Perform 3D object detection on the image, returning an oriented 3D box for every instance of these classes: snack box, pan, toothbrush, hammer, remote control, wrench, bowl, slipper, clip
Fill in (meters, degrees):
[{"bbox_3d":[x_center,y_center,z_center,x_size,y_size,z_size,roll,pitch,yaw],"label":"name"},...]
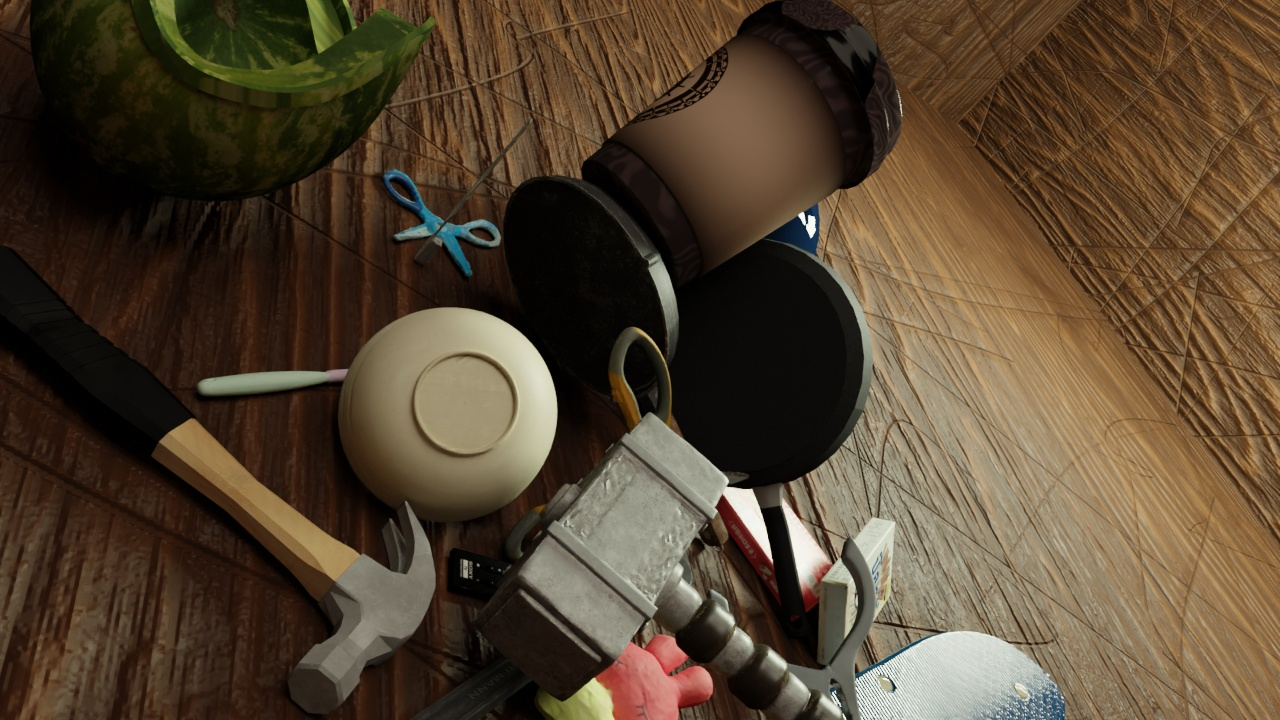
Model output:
[{"bbox_3d":[0.127,0.168,0.854,0.089,0.021,0.133,-11,60,-54],"label":"snack box"},{"bbox_3d":[0.101,0.065,0.805,0.034,0.226,0.356,10,68,-66],"label":"pan"},{"bbox_3d":[0.199,0.208,0.837,0.026,0.082,0.149,8,16,29],"label":"snack box"},{"bbox_3d":[-0.232,0.011,0.638,0.022,0.015,0.154,20,17,33],"label":"toothbrush"},{"bbox_3d":[-0.138,-0.136,0.762,0.010,0.182,0.010,29,40,-28],"label":"toothbrush"},{"bbox_3d":[0.068,0.194,0.582,0.326,0.080,0.176,41,42,1],"label":"hammer"},{"bbox_3d":[-0.071,0.163,0.646,0.140,0.009,0.030,24,36,-29],"label":"remote control"},{"bbox_3d":[-0.260,0.055,0.534,0.328,0.039,0.130,41,30,-3],"label":"hammer"},{"bbox_3d":[-0.057,0.183,0.591,0.073,0.018,0.272,21,27,33],"label":"wrench"},{"bbox_3d":[-0.121,0.032,0.609,0.150,0.075,0.150,3,81,-19],"label":"bowl"},{"bbox_3d":[-0.004,0.005,0.781,0.040,0.208,0.357,-34,100,-33],"label":"pan"},{"bbox_3d":[0.249,0.307,0.797,0.294,0.060,0.118,-3,47,-34],"label":"slipper"},{"bbox_3d":[0.135,0.207,0.735,0.164,0.032,0.165,25,67,10],"label":"clip"}]

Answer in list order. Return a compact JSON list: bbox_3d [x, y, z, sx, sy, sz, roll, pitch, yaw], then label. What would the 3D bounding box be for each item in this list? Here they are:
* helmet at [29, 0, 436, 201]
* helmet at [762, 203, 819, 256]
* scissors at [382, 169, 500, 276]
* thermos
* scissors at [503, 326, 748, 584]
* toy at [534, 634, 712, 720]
[{"bbox_3d":[-0.291,-0.224,0.640,0.213,0.248,0.242,49,68,-26],"label":"helmet"},{"bbox_3d":[0.070,-0.144,0.948,0.272,0.232,0.223,46,10,-46],"label":"helmet"},{"bbox_3d":[-0.191,-0.131,0.863,0.140,0.011,0.133,48,33,8],"label":"scissors"},{"bbox_3d":[0.078,-0.175,0.769,0.172,0.226,0.173,49,-13,15],"label":"thermos"},{"bbox_3d":[-0.009,0.093,0.697,0.229,0.016,0.225,-28,113,-27],"label":"scissors"},{"bbox_3d":[-0.008,0.222,0.610,0.135,0.045,0.091,-2,49,-42],"label":"toy"}]
